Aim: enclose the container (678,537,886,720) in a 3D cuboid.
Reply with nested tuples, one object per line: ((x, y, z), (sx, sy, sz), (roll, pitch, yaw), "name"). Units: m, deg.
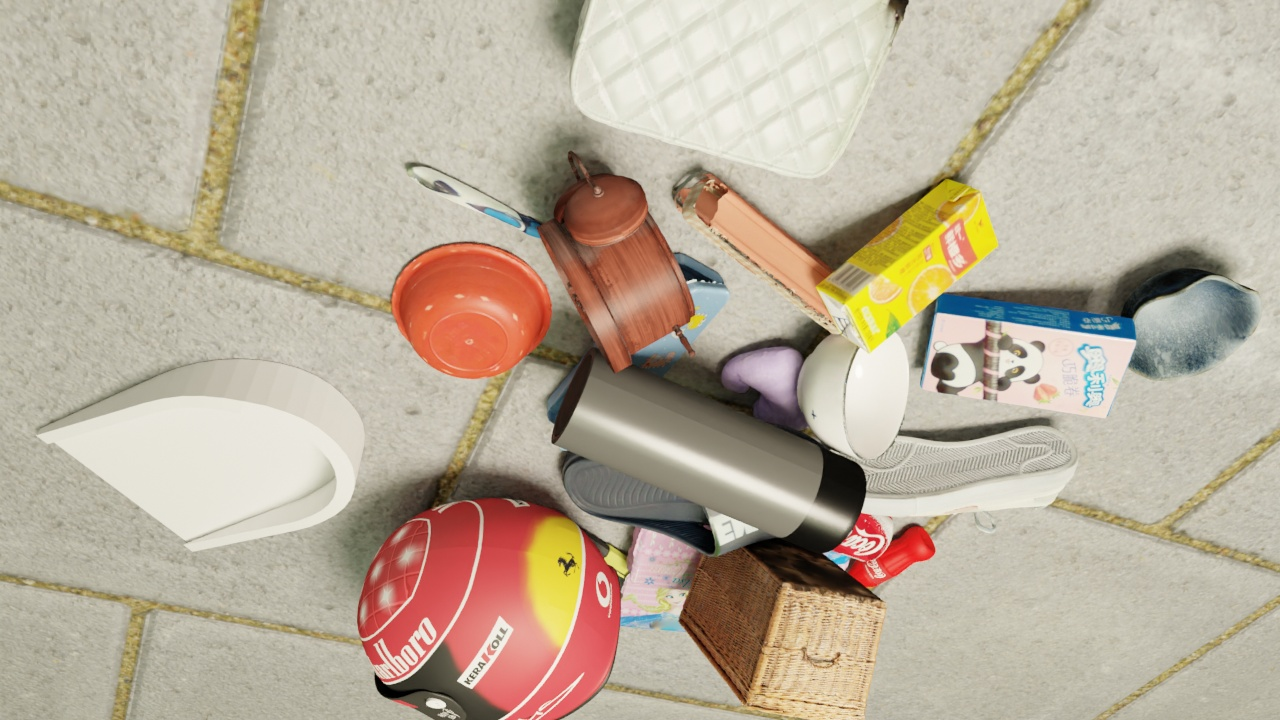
((0.128, 0.235, 0.848), (0.113, 0.198, 0.113), (15, 94, -17), "container")

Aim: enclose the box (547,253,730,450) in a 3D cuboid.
((-0.003, 0.007, 0.774), (0.068, 0.058, 0.210), (24, 126, -26), "box")

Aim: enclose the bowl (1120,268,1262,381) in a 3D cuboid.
((0.448, -0.038, 0.768), (0.110, 0.055, 0.110), (-2, 131, -3), "bowl")

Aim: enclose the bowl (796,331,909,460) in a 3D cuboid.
((0.175, 0.024, 0.779), (0.063, 0.113, 0.113), (9, 145, 41), "bowl")

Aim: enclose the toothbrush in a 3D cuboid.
((-0.089, -0.101, 0.697), (0.189, 0.017, 0.016), (24, 126, -24), "toothbrush")

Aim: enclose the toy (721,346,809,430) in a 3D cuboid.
((0.117, 0.028, 0.816), (0.080, 0.036, 0.100), (-11, 128, 19), "toy")

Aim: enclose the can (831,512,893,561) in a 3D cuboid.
((0.194, 0.157, 0.915), (0.104, 0.064, 0.064), (22, 126, -21), "can")

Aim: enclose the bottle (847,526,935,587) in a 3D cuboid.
((0.260, 0.221, 0.994), (0.119, 0.036, 0.036), (-37, 124, 26), "bottle")

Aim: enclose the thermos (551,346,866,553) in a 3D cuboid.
((0.055, 0.074, 0.734), (0.240, 0.082, 0.082), (24, 126, -11), "thermos")

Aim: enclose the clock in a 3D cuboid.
((-0.021, -0.072, 0.648), (0.072, 0.120, 0.158), (-28, 107, -4), "clock")

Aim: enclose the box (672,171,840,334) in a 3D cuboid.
((0.102, -0.086, 0.720), (0.188, 0.064, 0.056), (35, 85, -27), "box")

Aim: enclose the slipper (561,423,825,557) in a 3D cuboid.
((0.051, 0.120, 0.828), (0.268, 0.083, 0.111), (-1, 122, 14), "slipper")

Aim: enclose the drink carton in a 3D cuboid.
((0.203, -0.073, 0.698), (0.134, 0.043, 0.058), (-39, 126, -4), "drink carton")

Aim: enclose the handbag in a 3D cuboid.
((0.056, -0.206, 0.582), (0.194, 0.072, 0.139), (13, 120, -14), "handbag")

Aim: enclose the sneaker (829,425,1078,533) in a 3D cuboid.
((0.287, 0.123, 0.876), (0.242, 0.089, 0.091), (-6, 133, 0), "sneaker")

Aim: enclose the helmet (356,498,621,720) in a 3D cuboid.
((-0.156, 0.243, 0.879), (0.224, 0.197, 0.272), (28, 133, -26), "helmet")

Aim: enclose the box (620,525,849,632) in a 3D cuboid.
((0.094, 0.243, 0.981), (0.230, 0.035, 0.159), (9, 117, -11), "box")

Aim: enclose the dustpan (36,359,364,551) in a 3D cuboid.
((-0.377, 0.096, 0.826), (0.258, 0.053, 0.191), (-21, 129, 14), "dustpan")

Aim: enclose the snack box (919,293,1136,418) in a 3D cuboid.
((0.321, -0.004, 0.770), (0.154, 0.033, 0.088), (10, 133, 15), "snack box")

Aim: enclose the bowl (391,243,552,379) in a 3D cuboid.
((-0.137, -0.029, 0.739), (0.130, 0.045, 0.131), (-2, 131, -3), "bowl")

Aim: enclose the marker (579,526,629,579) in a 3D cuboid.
((-0.047, 0.196, 0.960), (0.124, 0.021, 0.017), (40, 162, -31), "marker")
